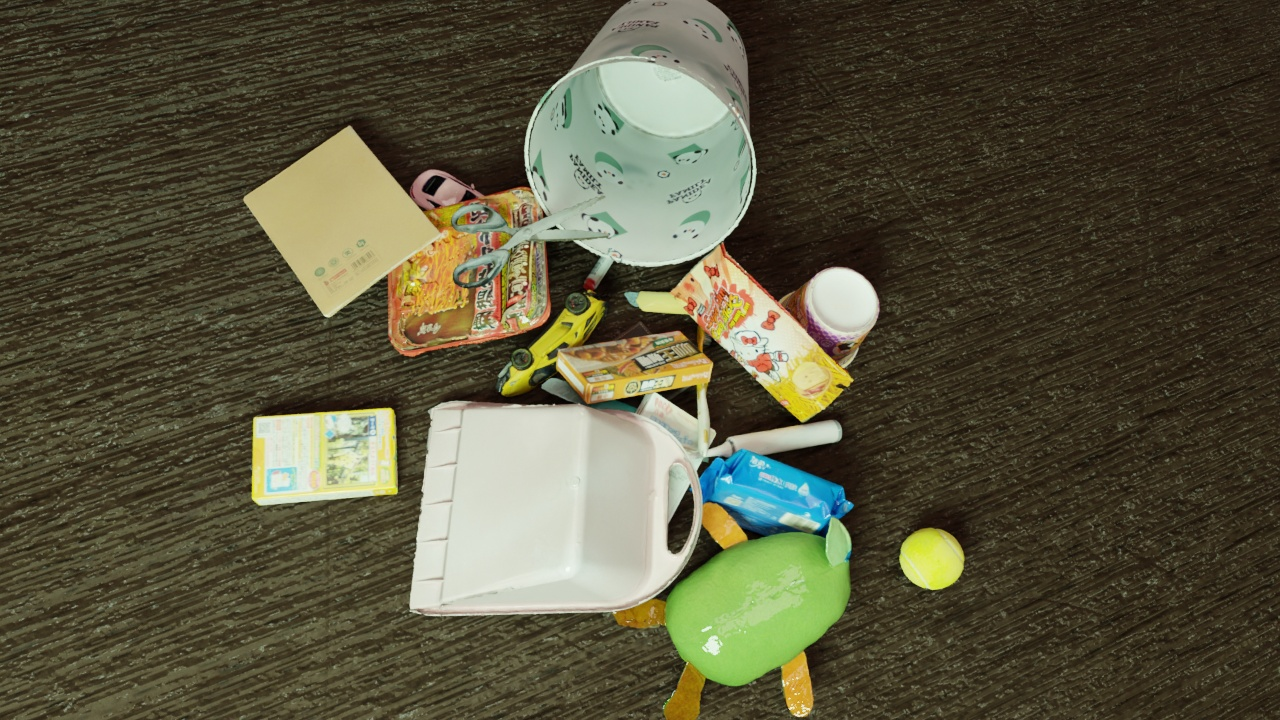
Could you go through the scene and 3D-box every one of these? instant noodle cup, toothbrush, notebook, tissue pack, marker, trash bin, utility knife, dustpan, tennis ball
[{"bbox_3d":[-0.178,-0.088,0.985,0.189,0.079,0.164,-10,70,15],"label":"instant noodle cup"},{"bbox_3d":[0.122,0.091,0.993,0.220,0.027,0.026,-7,58,-25],"label":"toothbrush"},{"bbox_3d":[-0.328,-0.157,0.999,0.147,0.008,0.207,-38,63,-9],"label":"notebook"},{"bbox_3d":[0.136,0.143,0.967,0.157,0.095,0.052,20,56,-2],"label":"tissue pack"},{"bbox_3d":[-0.026,-0.140,1.082,0.017,0.017,0.145,30,69,2],"label":"marker"},{"bbox_3d":[0.017,-0.266,0.995,0.229,0.230,0.251,17,41,-3],"label":"trash bin"},{"bbox_3d":[0.064,-0.068,1.071,0.165,0.018,0.031,4,66,-9],"label":"utility knife"},{"bbox_3d":[0.071,0.029,1.005,0.018,0.016,0.191,16,46,-15],"label":"toothbrush"},{"bbox_3d":[-0.012,0.063,0.992,0.205,0.013,0.029,23,76,-14],"label":"utility knife"},{"bbox_3d":[-0.086,0.153,0.931,0.274,0.138,0.222,-9,67,34],"label":"dustpan"},{"bbox_3d":[0.313,0.213,0.986,0.065,0.066,0.065,3,70,-8],"label":"tennis ball"},{"bbox_3d":[0.215,-0.049,1.045,0.111,0.099,0.111,3,72,-9],"label":"instant noodle cup"}]

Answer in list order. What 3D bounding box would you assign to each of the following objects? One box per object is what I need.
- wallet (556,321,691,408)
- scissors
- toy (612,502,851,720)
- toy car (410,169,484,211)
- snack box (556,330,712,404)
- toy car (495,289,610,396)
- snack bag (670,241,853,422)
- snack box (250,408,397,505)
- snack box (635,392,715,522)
[{"bbox_3d":[-0.018,0.023,1.026,0.122,0.020,0.096,-33,79,-20],"label":"wallet"},{"bbox_3d":[-0.122,-0.128,0.931,0.174,0.014,0.159,33,82,25],"label":"scissors"},{"bbox_3d":[0.107,0.250,0.920,0.246,0.090,0.227,-24,79,-6],"label":"toy"},{"bbox_3d":[-0.206,-0.177,1.055,0.122,0.037,0.056,31,70,1],"label":"toy car"},{"bbox_3d":[-0.006,0.006,0.977,0.153,0.026,0.075,-9,35,-29],"label":"snack box"},{"bbox_3d":[-0.095,-0.014,0.998,0.041,0.071,0.155,41,72,10],"label":"toy car"},{"bbox_3d":[0.131,-0.029,1.006,0.208,0.129,0.073,42,62,-2],"label":"snack bag"},{"bbox_3d":[-0.323,0.098,0.942,0.140,0.034,0.086,-5,72,-9],"label":"snack box"},{"bbox_3d":[0.008,0.121,0.970,0.084,0.027,0.156,34,74,-14],"label":"snack box"}]
